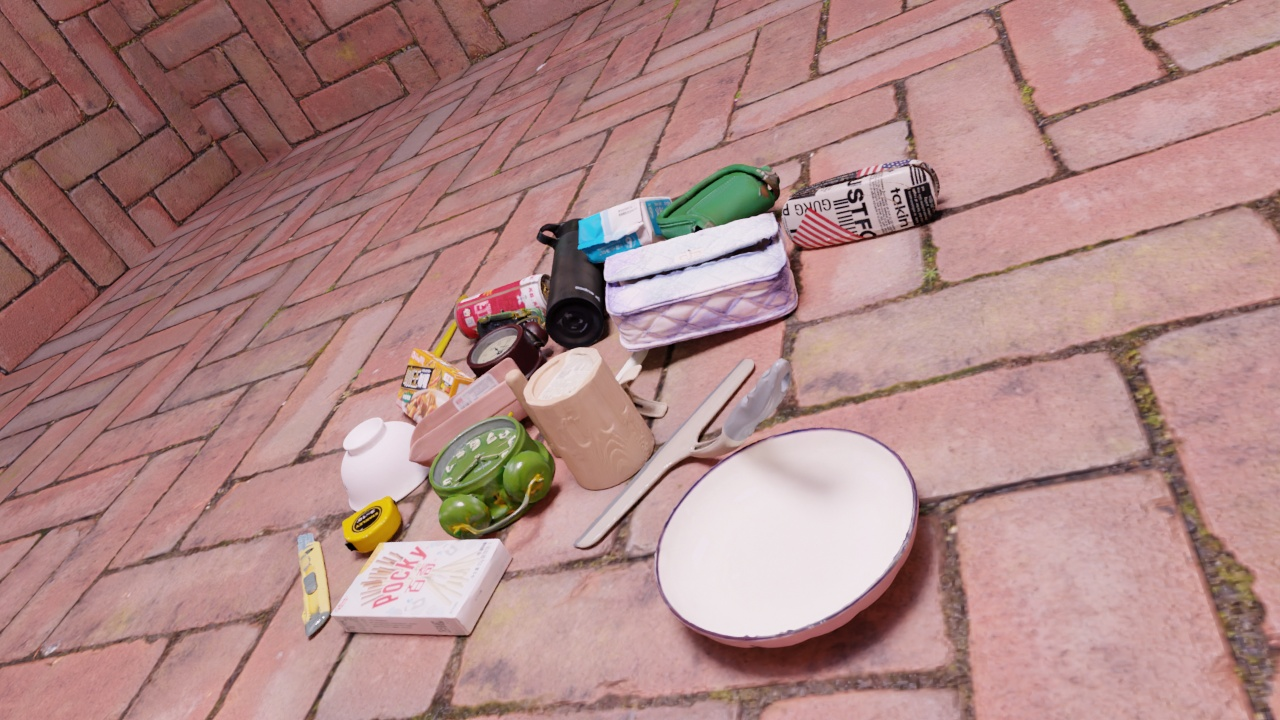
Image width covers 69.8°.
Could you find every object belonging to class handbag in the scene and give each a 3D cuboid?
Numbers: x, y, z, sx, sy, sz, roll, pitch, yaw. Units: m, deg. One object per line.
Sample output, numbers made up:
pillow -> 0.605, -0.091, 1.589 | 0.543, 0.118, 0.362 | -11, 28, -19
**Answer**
handbag -> 0.092, -0.174, 1.069 | 0.131, 0.068, 0.120 | -40, 15, -20
handbag -> 0.061, -0.086, 0.950 | 0.194, 0.076, 0.134 | -14, 33, 8

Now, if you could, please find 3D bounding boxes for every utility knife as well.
utility knife -> -0.331, 0.220, 0.926 | 0.031, 0.019, 0.178 | -30, 24, -11

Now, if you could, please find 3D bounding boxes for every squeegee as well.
squeegee -> 0.069, 0.051, 0.722 | 0.245, 0.039, 0.247 | -45, -1, -26

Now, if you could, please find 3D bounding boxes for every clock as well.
clock -> -0.141, 0.113, 0.870 | 0.116, 0.056, 0.161 | -33, 29, -3
clock -> -0.151, -0.007, 1.064 | 0.082, 0.055, 0.121 | -8, 39, 36

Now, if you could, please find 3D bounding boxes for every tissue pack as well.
tissue pack -> -0.011, -0.159, 1.132 | 0.090, 0.063, 0.139 | -16, 4, 24

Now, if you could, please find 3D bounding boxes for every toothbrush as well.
toothbrush -> -0.006, 0.006, 0.954 | 0.029, 0.020, 0.189 | -6, 38, 47
toothbrush -> -0.267, -0.033, 1.249 | 0.016, 0.016, 0.189 | -16, 32, 24

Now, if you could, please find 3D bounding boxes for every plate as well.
plate -> 0.103, 0.126, 0.645 | 0.193, 0.039, 0.192 | -23, 30, 14

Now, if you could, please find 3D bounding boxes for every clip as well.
clip -> -0.028, 0.032, 0.886 | 0.097, 0.060, 0.034 | -4, 43, 37

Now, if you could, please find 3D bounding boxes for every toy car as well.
toy car -> -0.160, -0.042, 1.139 | 0.091, 0.043, 0.036 | -9, 20, 20

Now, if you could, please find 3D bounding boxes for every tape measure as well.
tape measure -> -0.269, 0.169, 0.927 | 0.060, 0.029, 0.057 | -34, 28, -7

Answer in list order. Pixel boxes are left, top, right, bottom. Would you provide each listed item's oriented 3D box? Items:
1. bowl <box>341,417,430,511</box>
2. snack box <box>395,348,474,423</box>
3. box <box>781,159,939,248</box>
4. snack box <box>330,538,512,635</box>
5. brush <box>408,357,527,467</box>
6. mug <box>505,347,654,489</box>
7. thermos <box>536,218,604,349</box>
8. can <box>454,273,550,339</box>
bowl -> -0.288, 0.103, 1.010 | 0.118, 0.065, 0.118 | -22, 31, 14
snack box -> -0.241, 0.038, 1.067 | 0.154, 0.026, 0.075 | 23, 96, 56
box -> 0.231, -0.173, 0.966 | 0.164, 0.075, 0.077 | -11, 29, 35
snack box -> -0.195, 0.200, 0.814 | 0.157, 0.027, 0.084 | -9, 36, 32
brush -> -0.180, 0.062, 0.964 | 0.145, 0.063, 0.073 | -34, 2, -2
mug -> -0.061, 0.051, 0.845 | 0.125, 0.103, 0.084 | 4, 44, 44
thermos -> -0.090, -0.106, 1.136 | 0.242, 0.090, 0.069 | -96, 26, -59
can -> -0.171, -0.070, 1.183 | 0.133, 0.053, 0.053 | -16, 32, 23
